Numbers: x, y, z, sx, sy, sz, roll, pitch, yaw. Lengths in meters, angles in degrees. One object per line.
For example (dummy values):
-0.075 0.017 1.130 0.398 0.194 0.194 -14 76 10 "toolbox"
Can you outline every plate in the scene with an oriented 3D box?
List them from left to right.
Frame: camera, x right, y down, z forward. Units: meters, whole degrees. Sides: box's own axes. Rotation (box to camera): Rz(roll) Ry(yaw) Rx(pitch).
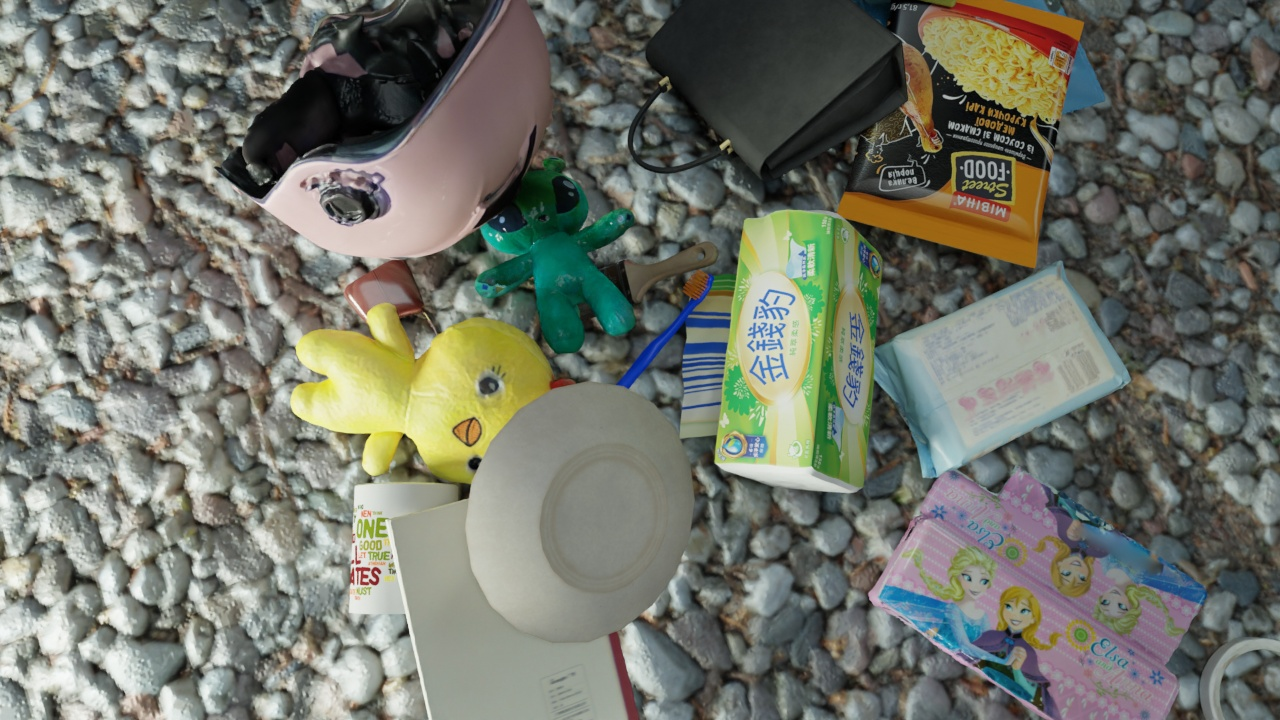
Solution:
-0.031 0.111 0.656 0.188 0.027 0.188 -1 93 -33 "plate"

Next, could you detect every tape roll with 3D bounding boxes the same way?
0.477 0.260 0.702 0.093 0.013 0.093 0 78 -2 "tape roll"

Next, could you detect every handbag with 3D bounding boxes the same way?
-0.181 -0.019 0.727 0.055 0.029 0.119 -32 88 -10 "handbag"
0.076 -0.219 0.735 0.196 0.072 0.175 -38 61 2 "handbag"

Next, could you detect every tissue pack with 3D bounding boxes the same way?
0.094 -0.004 0.699 0.142 0.120 0.197 -1 69 35 "tissue pack"
0.273 0.008 0.716 0.182 0.070 0.112 -25 81 -4 "tissue pack"

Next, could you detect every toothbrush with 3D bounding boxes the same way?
-0.004 0.004 0.709 0.018 0.016 0.182 35 97 -33 "toothbrush"

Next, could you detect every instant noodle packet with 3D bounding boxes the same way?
0.260 -0.197 0.739 0.160 0.032 0.220 15 80 1 "instant noodle packet"

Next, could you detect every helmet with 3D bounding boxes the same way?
-0.162 -0.167 0.663 0.256 0.152 0.229 -16 43 30 "helmet"

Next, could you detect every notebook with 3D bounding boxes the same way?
-0.085 0.197 0.654 0.152 0.012 0.208 -11 84 -31 "notebook"

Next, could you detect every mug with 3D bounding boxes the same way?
-0.159 0.137 0.677 0.105 0.074 0.089 5 78 -28 "mug"

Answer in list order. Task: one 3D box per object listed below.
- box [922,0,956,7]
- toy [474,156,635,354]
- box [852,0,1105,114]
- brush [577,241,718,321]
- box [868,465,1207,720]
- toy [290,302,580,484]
0.244 -0.409 0.733 0.081 0.124 0.220 13 68 5 "box"
-0.068 -0.085 0.708 0.130 0.072 0.193 -22 61 -7 "toy"
0.274 -0.293 0.792 0.174 0.033 0.231 -17 80 -6 "box"
-0.010 -0.061 0.721 0.151 0.012 0.039 -17 72 16 "brush"
0.312 0.181 0.704 0.230 0.035 0.159 33 78 3 "box"
-0.147 0.025 0.673 0.207 0.092 0.134 6 115 -16 "toy"
